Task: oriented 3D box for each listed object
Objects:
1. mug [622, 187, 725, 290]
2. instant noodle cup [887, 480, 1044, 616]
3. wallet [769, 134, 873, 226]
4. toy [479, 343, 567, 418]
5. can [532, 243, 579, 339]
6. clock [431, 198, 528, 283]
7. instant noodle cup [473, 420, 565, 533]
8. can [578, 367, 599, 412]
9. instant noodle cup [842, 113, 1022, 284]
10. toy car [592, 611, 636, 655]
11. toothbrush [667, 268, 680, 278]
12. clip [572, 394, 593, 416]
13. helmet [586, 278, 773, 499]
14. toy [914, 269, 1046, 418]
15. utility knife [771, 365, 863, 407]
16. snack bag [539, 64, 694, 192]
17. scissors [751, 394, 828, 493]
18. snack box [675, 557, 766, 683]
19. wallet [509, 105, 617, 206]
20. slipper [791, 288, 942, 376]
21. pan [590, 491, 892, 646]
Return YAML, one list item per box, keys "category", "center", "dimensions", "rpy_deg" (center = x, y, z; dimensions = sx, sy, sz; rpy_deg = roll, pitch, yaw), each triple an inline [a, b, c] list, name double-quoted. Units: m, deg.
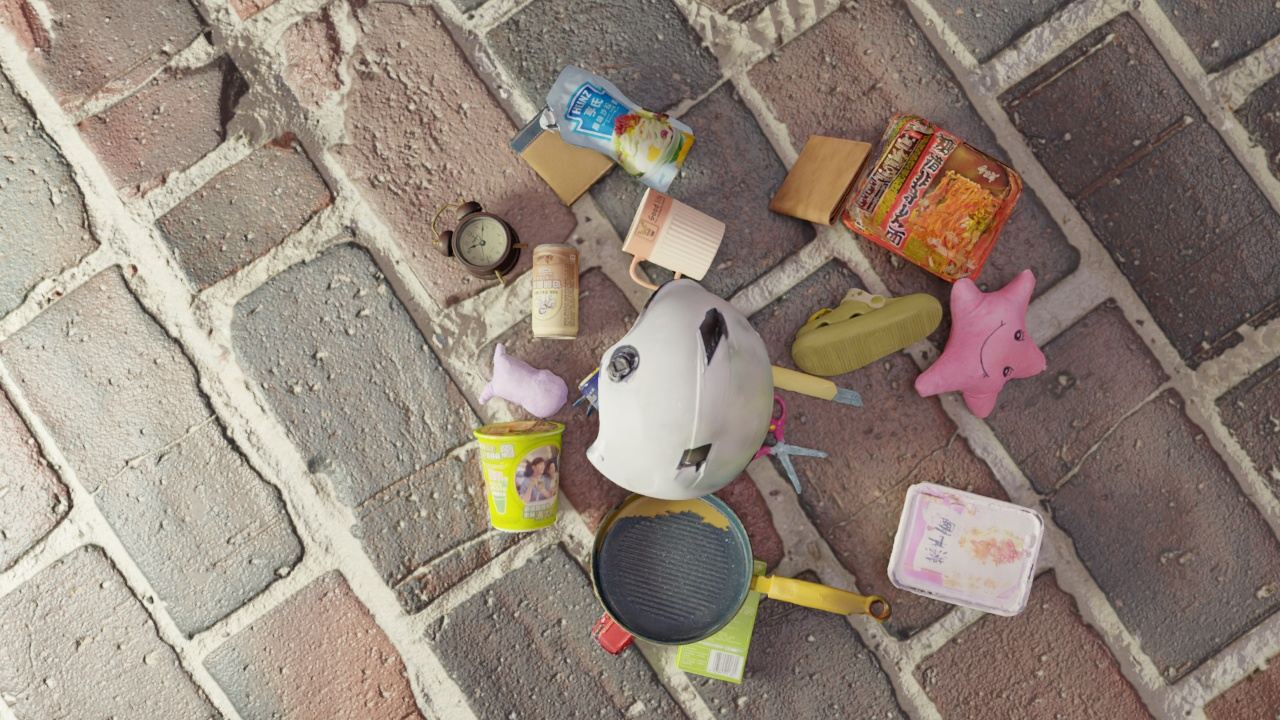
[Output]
- category: "mug"
  center: [0.036, -0.142, 1.144]
  dimensions: [0.106, 0.081, 0.114]
  rpy_deg: [23, 90, -6]
- category: "instant noodle cup"
  center: [0.400, 0.232, 1.148]
  dimensions: [0.173, 0.060, 0.138]
  rpy_deg: [14, 88, 2]
- category: "wallet"
  center: [0.227, -0.228, 1.151]
  dimensions: [0.020, 0.101, 0.115]
  rpy_deg: [34, 85, -44]
- category: "toy"
  center: [-0.145, 0.036, 1.165]
  dimensions: [0.108, 0.039, 0.084]
  rpy_deg: [22, 103, -4]
- category: "can"
  center: [-0.107, -0.086, 1.158]
  dimensions: [0.058, 0.058, 0.116]
  rpy_deg: [0, 88, 0]
- category: "clock"
  center: [-0.207, -0.153, 1.162]
  dimensions: [0.122, 0.055, 0.082]
  rpy_deg: [33, 89, 3]
- category: "instant noodle cup"
  center: [-0.147, 0.144, 1.133]
  dimensions: [0.111, 0.111, 0.123]
  rpy_deg: [-1, 96, 0]
- category: "can"
  center: [-0.007, 0.007, 1.139]
  dimensions: [0.148, 0.075, 0.049]
  rpy_deg: [-39, 86, -19]
- category: "instant noodle cup"
  center: [0.362, -0.197, 1.151]
  dimensions: [0.189, 0.079, 0.164]
  rpy_deg: [30, 89, 2]
- category: "toy car"
  center: [-0.009, 0.317, 1.154]
  dimensions: [0.053, 0.045, 0.120]
  rpy_deg: [41, 87, 0]
- category: "toothbrush"
  center: [0.068, -0.078, 1.181]
  dimensions: [0.018, 0.014, 0.189]
  rpy_deg: [-41, 87, 19]
- category: "clip"
  center: [-0.060, 0.044, 1.172]
  dimensions: [0.045, 0.027, 0.058]
  rpy_deg: [34, 85, 8]
- category: "helmet"
  center: [0.069, 0.047, 1.056]
  dimensions: [0.146, 0.228, 0.258]
  rpy_deg: [22, 95, 38]
- category: "toy"
  center: [0.441, -0.023, 1.144]
  dimensions: [0.178, 0.074, 0.195]
  rpy_deg: [15, 101, -22]
- category: "utility knife"
  center: [0.195, 0.029, 1.173]
  dimensions: [0.188, 0.020, 0.031]
  rpy_deg: [16, 107, 6]
- category: "snack bag"
  center: [-0.031, -0.295, 1.159]
  dimensions: [0.191, 0.039, 0.110]
  rpy_deg: [28, 74, -5]
- category: "scissors"
  center: [0.171, 0.113, 1.175]
  dimensions: [0.131, 0.017, 0.133]
  rpy_deg: [-23, 92, -3]
- category: "snack box"
  center: [0.101, 0.321, 1.162]
  dimensions: [0.086, 0.026, 0.156]
  rpy_deg: [12, 89, 0]
- category: "wallet"
  center: [-0.098, -0.268, 1.178]
  dimensions: [0.090, 0.033, 0.115]
  rpy_deg: [-43, 90, 1]
- category: "slipper"
  center: [0.279, -0.045, 1.154]
  dimensions: [0.191, 0.092, 0.081]
  rpy_deg: [-19, 49, 8]
- category: "pan"
  center: [0.115, 0.260, 1.098]
  dimensions: [0.357, 0.078, 0.197]
  rpy_deg: [13, 70, 8]
